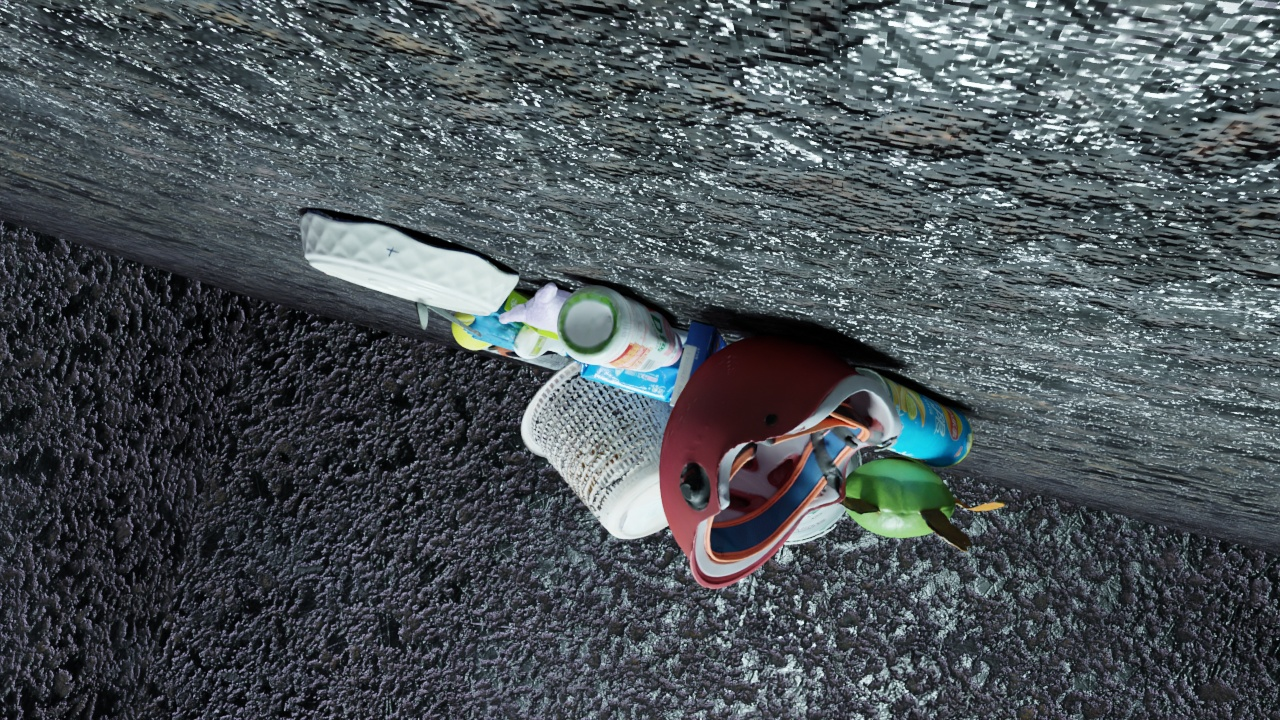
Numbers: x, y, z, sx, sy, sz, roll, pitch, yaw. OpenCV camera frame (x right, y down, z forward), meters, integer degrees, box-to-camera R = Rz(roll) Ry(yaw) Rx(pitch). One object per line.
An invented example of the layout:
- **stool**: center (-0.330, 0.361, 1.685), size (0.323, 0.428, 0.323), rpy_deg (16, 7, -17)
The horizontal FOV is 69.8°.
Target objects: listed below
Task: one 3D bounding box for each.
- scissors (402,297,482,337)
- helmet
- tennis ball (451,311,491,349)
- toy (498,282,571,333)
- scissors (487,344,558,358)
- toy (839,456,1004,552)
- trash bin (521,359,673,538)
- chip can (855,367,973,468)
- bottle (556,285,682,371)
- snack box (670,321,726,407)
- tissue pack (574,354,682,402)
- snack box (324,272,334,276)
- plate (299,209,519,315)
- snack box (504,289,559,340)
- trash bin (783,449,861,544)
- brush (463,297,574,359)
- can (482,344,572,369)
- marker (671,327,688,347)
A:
- **scissors**: center (-0.239, -0.069, 0.981), size (0.176, 0.012, 0.162), rpy_deg (25, -164, -1)
- **helmet**: center (0.100, 0.076, 0.826), size (0.206, 0.241, 0.144), rpy_deg (4, -142, -47)
- **tennis ball**: center (-0.227, -0.047, 1.265), size (0.065, 0.065, 0.065), rpy_deg (14, 176, 1)
- **toy**: center (-0.076, -0.044, 0.910), size (0.084, 0.039, 0.108), rpy_deg (-24, 155, 37)
- **scissors**: center (-0.107, -0.023, 1.301), size (0.226, 0.015, 0.189), rpy_deg (-1, 162, -6)
- **toy**: center (0.294, 0.154, 1.045), size (0.227, 0.090, 0.246), rpy_deg (11, -176, 15)
- **trash bin**: center (-0.019, 0.120, 1.225), size (0.227, 0.228, 0.192), rpy_deg (19, -150, -51)
- **chip can**: center (0.275, 0.064, 0.962), size (0.071, 0.071, 0.210), rpy_deg (11, 175, 42)
- **bottle**: center (-0.009, -0.023, 0.861), size (0.068, 0.068, 0.196), rpy_deg (13, 180, 21)
- **snack box**: center (0.062, 0.014, 0.943), size (0.026, 0.084, 0.157), rpy_deg (14, 176, 11)
- **tissue pack**: center (-0.007, 0.007, 1.135), size (0.157, 0.052, 0.095), rpy_deg (15, -163, -7)
- **snack box**: center (-0.303, -0.098, 1.103), size (0.155, 0.027, 0.077), rpy_deg (16, 176, -12)
- **plate**: center (-0.219, -0.086, 0.860), size (0.205, 0.045, 0.205), rpy_deg (14, 176, 1)
- **snack box**: center (-0.065, -0.035, 1.014), size (0.156, 0.026, 0.086), rpy_deg (17, -171, -39)
- **trash bin**: center (0.194, 0.134, 1.269), size (0.230, 0.229, 0.252), rpy_deg (14, 170, 14)
- **brush**: center (-0.124, -0.029, 1.148), size (0.109, 0.060, 0.314), rpy_deg (27, -178, 6)
- **can**: center (-0.172, -0.028, 1.373), size (0.146, 0.058, 0.058), rpy_deg (17, 175, -34)
- **marker**: center (-0.009, -0.038, 0.969), size (0.131, 0.018, 0.022), rpy_deg (15, -174, 0)
